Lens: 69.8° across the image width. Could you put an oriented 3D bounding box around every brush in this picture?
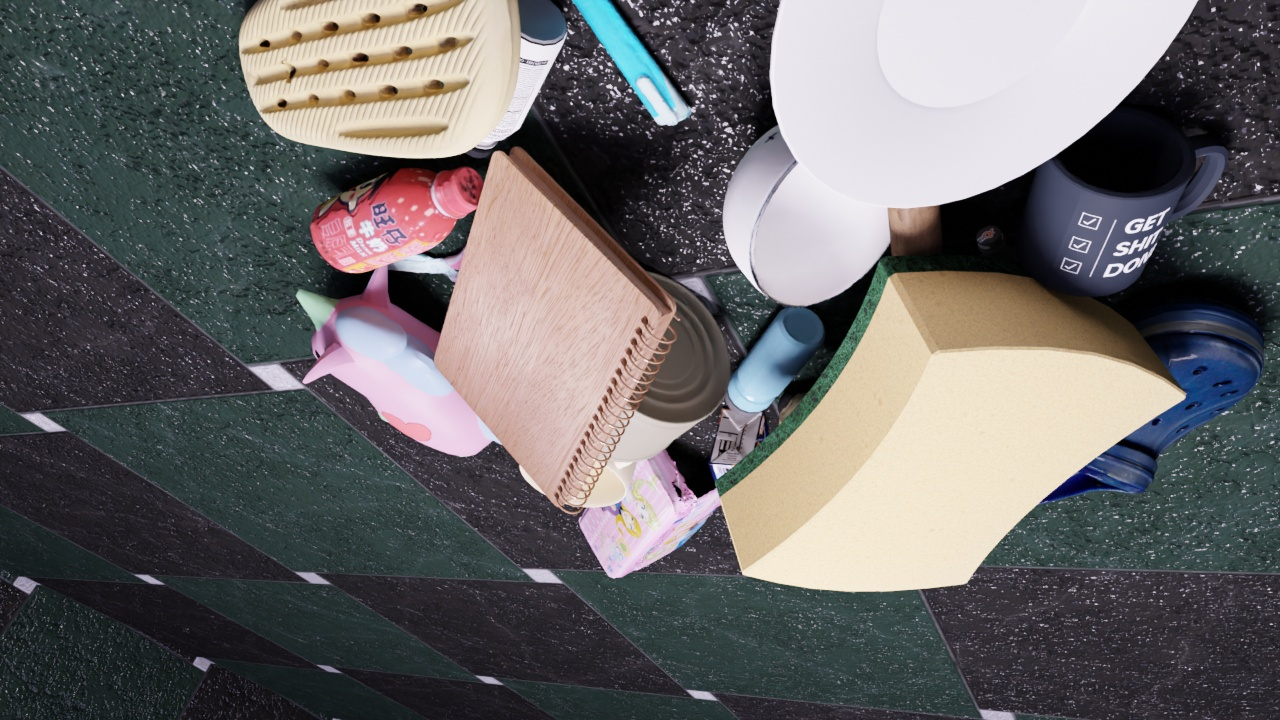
[{"bbox_3d":[0.188,0.053,0.597,0.194,0.075,0.251,8,134,-24],"label":"brush"}]

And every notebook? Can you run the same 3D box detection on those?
[{"bbox_3d":[-0.066,-0.012,0.628,0.169,0.022,0.211,46,136,19],"label":"notebook"}]

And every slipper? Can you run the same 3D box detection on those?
[{"bbox_3d":[-0.136,-0.171,0.513,0.262,0.079,0.111,8,113,42],"label":"slipper"},{"bbox_3d":[0.331,0.056,0.651,0.105,0.095,0.254,21,144,-10],"label":"slipper"}]

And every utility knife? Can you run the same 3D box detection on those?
[{"bbox_3d":[-0.011,-0.182,0.518,0.022,0.015,0.124,-21,131,24],"label":"utility knife"}]

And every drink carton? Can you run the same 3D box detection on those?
[{"bbox_3d":[0.099,0.105,0.851,0.040,0.064,0.130,4,145,21],"label":"drink carton"}]

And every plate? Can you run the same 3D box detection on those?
[{"bbox_3d":[0.153,-0.155,0.398,0.208,0.015,0.209,-12,140,-10],"label":"plate"}]

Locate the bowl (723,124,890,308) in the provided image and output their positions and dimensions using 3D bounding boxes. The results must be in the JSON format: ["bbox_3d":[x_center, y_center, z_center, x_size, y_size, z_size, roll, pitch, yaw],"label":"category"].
[{"bbox_3d":[0.095,-0.094,0.539,0.113,0.063,0.114,-19,134,-22],"label":"bowl"}]

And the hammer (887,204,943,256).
[{"bbox_3d":[0.135,-0.122,0.467,0.129,0.040,0.322,-26,139,0],"label":"hammer"}]

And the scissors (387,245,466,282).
[{"bbox_3d":[-0.151,-0.065,0.747,0.179,0.016,0.105,3,145,17],"label":"scissors"}]

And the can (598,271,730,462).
[{"bbox_3d":[-0.004,0.004,0.686,0.127,0.127,0.073,27,143,-18],"label":"can"}]

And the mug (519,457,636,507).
[{"bbox_3d":[-0.038,0.061,0.809,0.120,0.099,0.096,-14,135,34],"label":"mug"}]

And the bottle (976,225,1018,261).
[{"bbox_3d":[0.240,-0.046,0.596,0.036,0.036,0.110,-9,140,33],"label":"bottle"}]

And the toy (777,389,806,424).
[{"bbox_3d":[0.153,0.072,0.752,0.106,0.108,0.134,31,147,6],"label":"toy"}]

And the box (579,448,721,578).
[{"bbox_3d":[0.020,0.149,0.979,0.086,0.105,0.231,57,149,17],"label":"box"}]

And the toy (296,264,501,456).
[{"bbox_3d":[-0.185,0.016,0.783,0.222,0.120,0.171,29,161,-6],"label":"toy"}]

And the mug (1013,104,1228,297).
[{"bbox_3d":[0.266,-0.090,0.502,0.105,0.071,0.077,-15,144,-3],"label":"mug"}]

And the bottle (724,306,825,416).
[{"bbox_3d":[0.101,0.006,0.725,0.040,0.040,0.130,19,147,-7],"label":"bottle"}]

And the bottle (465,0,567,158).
[{"bbox_3d":[-0.083,-0.164,0.548,0.041,0.041,0.116,25,146,-15],"label":"bottle"}]

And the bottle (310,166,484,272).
[{"bbox_3d":[-0.169,-0.105,0.652,0.138,0.061,0.062,-13,138,34],"label":"bottle"}]
